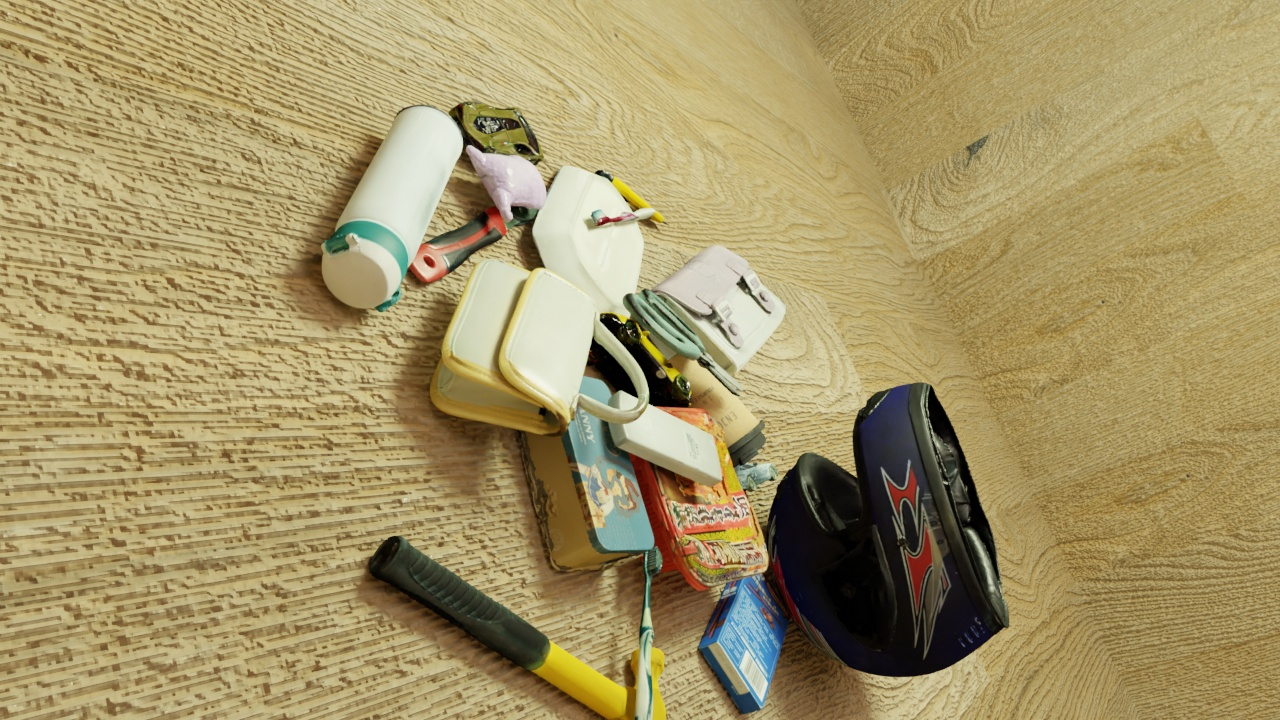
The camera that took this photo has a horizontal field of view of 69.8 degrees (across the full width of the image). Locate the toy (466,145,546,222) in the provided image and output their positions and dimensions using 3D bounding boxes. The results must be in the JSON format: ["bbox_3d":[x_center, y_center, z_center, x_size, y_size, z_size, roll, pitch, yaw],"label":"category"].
[{"bbox_3d":[-0.129,-0.181,0.938,0.084,0.039,0.107,64,22,2],"label":"toy"}]

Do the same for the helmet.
[{"bbox_3d":[0.263,0.201,1.050,0.246,0.241,0.315,-22,94,-67],"label":"helmet"}]

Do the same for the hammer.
[{"bbox_3d":[-0.079,0.221,0.692,0.300,0.033,0.128,44,31,-30],"label":"hammer"}]

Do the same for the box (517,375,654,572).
[{"bbox_3d":[-0.054,0.094,0.820,0.089,0.062,0.184,13,56,-56],"label":"box"}]

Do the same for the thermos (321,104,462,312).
[{"bbox_3d":[-0.204,-0.130,0.769,0.073,0.073,0.223,44,32,-30],"label":"thermos"}]

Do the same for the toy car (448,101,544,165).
[{"bbox_3d":[-0.151,-0.245,0.995,0.070,0.042,0.157,62,25,0],"label":"toy car"}]

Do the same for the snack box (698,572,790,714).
[{"bbox_3d":[0.113,0.284,0.961,0.084,0.026,0.156,58,28,-7],"label":"snack box"}]

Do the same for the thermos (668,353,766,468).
[{"bbox_3d":[0.075,0.057,1.048,0.143,0.093,0.092,55,27,3],"label":"thermos"}]

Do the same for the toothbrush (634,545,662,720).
[{"bbox_3d":[0.008,0.235,0.770,0.016,0.018,0.191,44,31,-31],"label":"toothbrush"}]

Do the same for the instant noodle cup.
[{"bbox_3d":[0.043,0.139,0.920,0.164,0.079,0.188,9,57,-56],"label":"instant noodle cup"}]

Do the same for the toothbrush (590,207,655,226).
[{"bbox_3d":[-0.019,-0.173,1.088,0.017,0.016,0.187,53,24,3],"label":"toothbrush"}]

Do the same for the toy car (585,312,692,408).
[{"bbox_3d":[-0.006,0.006,0.971,0.156,0.071,0.041,47,32,-24],"label":"toy car"}]

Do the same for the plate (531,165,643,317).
[{"bbox_3d":[-0.047,-0.134,1.052,0.162,0.034,0.265,52,26,-23],"label":"plate"}]

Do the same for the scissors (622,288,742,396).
[{"bbox_3d":[0.049,-0.025,1.012,0.177,0.019,0.169,37,14,-15],"label":"scissors"}]

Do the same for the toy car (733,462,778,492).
[{"bbox_3d":[0.119,0.139,1.076,0.120,0.054,0.036,-2,68,-60],"label":"toy car"}]

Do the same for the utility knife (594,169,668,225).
[{"bbox_3d":[-0.009,-0.209,1.204,0.033,0.015,0.173,26,-1,35],"label":"utility knife"}]

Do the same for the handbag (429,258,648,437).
[{"bbox_3d":[-0.075,-0.009,0.783,0.178,0.063,0.163,16,40,-4],"label":"handbag"}]

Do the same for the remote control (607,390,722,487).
[{"bbox_3d":[0.023,0.075,0.860,0.135,0.019,0.056,27,40,-37],"label":"remote control"}]

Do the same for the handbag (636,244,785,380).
[{"bbox_3d":[0.090,-0.059,1.156,0.145,0.099,0.196,46,34,1],"label":"handbag"}]

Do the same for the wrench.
[{"bbox_3d":[-0.156,-0.133,0.905,0.056,0.016,0.272,51,29,-12],"label":"wrench"}]
